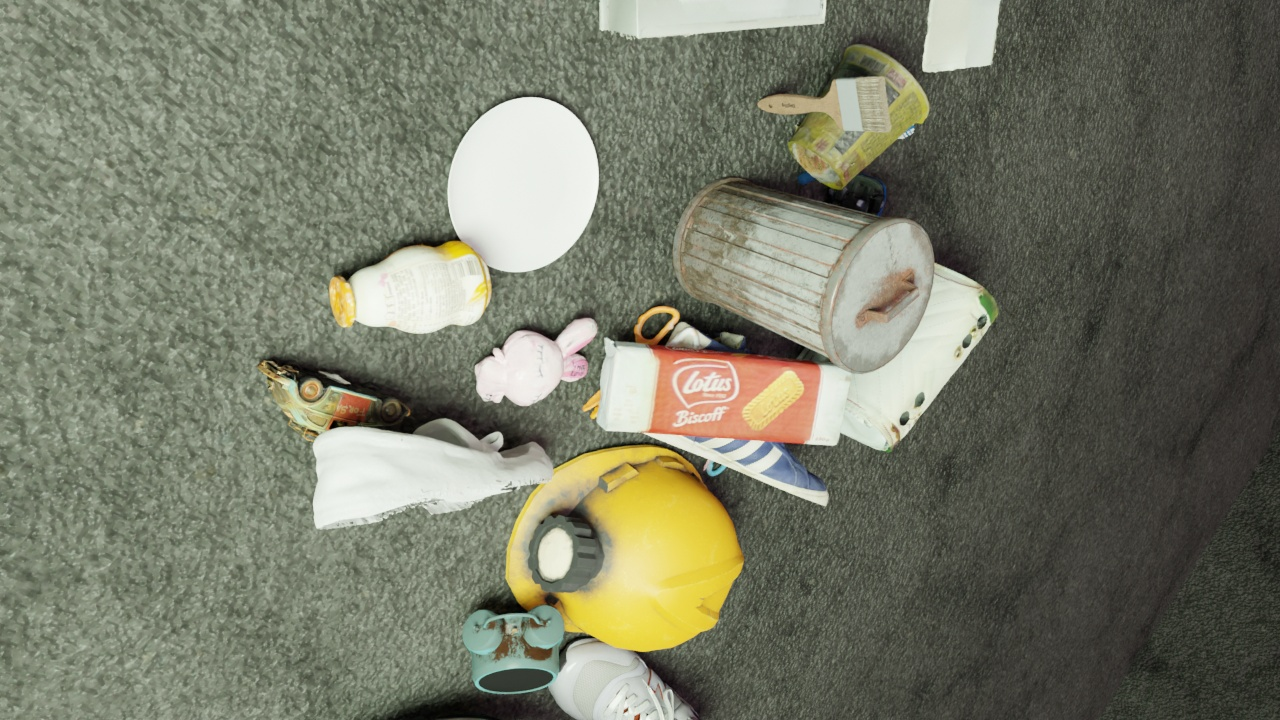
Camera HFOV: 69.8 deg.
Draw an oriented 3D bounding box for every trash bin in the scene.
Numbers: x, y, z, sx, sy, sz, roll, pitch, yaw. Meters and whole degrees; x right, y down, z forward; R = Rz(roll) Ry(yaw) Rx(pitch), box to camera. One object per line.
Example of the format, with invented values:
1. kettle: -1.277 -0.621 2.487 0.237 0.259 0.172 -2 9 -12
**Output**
1. trash bin: 0.142 -0.079 0.797 0.130 0.211 0.131 -18 121 -34

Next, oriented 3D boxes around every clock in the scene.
1. clock: -0.112 0.256 0.820 0.090 0.053 0.124 -4 144 -6

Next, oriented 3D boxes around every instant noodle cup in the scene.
1. instant noodle cup: 0.201 -0.224 0.868 0.108 0.102 0.102 -49 134 0

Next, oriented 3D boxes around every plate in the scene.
1. plate: -0.091 -0.135 0.711 0.134 0.011 0.135 -18 121 -34

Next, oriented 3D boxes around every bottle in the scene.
1. bottle: -0.164 -0.050 0.656 0.108 0.063 0.063 -13 118 -35

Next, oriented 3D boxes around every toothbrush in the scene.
1. toothbrush: 0.222 -0.213 0.941 0.167 0.014 0.014 -29 115 -28

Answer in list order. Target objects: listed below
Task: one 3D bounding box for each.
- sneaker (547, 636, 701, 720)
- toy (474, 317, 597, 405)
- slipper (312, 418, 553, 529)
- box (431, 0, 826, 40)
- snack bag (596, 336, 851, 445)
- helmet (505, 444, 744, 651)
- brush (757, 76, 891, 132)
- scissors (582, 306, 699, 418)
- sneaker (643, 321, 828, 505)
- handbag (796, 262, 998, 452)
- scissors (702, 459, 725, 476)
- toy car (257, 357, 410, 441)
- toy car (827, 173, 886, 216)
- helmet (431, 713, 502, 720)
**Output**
1. sneaker: 0.010 0.374 0.962 0.088 0.124 0.239 -54 134 -8
2. toy: -0.082 0.003 0.761 0.109 0.047 0.064 -23 132 -35
3. slipper: -0.149 0.081 0.689 0.246 0.112 0.074 10 78 -64
4. box: -0.036 -0.382 0.785 0.171 0.404 0.169 -20 122 -33
5. snack bag: 0.075 0.030 0.810 0.225 0.041 0.077 5 100 -17
6. helmet: 0.013 0.197 0.877 0.255 0.131 0.205 19 97 -45
7. brush: 0.153 -0.219 0.787 0.008 0.143 0.045 -32 119 -27
8. scissors: -0.001 0.011 0.830 0.130 0.070 0.013 -49 162 0
9. sneaker: 0.104 0.046 0.890 0.233 0.091 0.118 23 89 -18
10. handbag: 0.270 -0.011 0.991 0.198 0.142 0.096 -49 131 -12
11. scissors: 0.083 0.056 0.953 0.135 0.015 0.135 15 96 -43
12. toy car: -0.222 0.034 0.654 0.111 0.047 0.047 21 93 -44
13. toy car: 0.215 -0.134 0.947 0.043 0.056 0.120 -23 132 -58
14. helmet: -0.178 0.402 0.782 0.271 0.167 0.218 -1 125 -35
